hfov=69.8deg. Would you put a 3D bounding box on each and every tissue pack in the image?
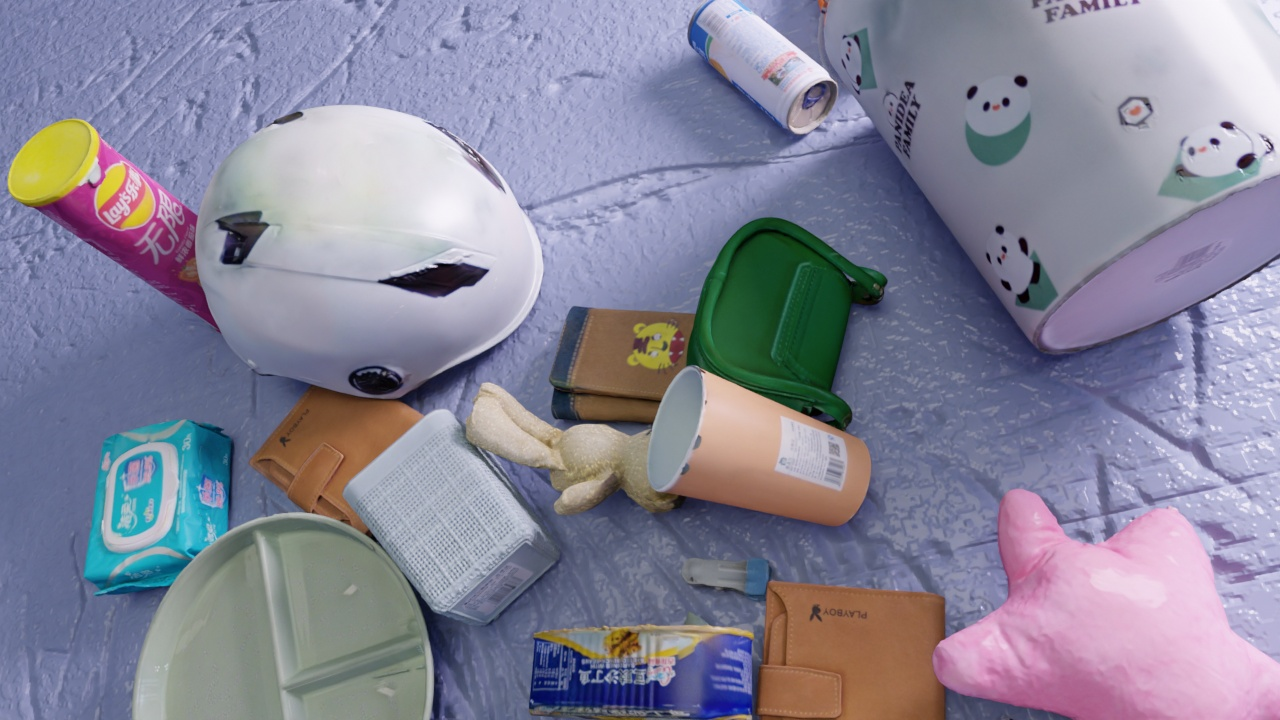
[{"bbox_3d":[-0.373,0.114,0.711,0.093,0.050,0.133,-16,62,8],"label":"tissue pack"}]

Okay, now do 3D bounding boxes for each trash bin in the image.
[{"bbox_3d":[0.266,-0.156,0.562,0.230,0.229,0.251,-23,67,5],"label":"trash bin"}]

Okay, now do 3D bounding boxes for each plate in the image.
[{"bbox_3d":[-0.238,0.219,0.616,0.230,0.027,0.230,-5,73,16],"label":"plate"}]

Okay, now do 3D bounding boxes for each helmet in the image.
[{"bbox_3d":[-0.210,-0.101,0.687,0.259,0.146,0.228,4,63,5],"label":"helmet"}]

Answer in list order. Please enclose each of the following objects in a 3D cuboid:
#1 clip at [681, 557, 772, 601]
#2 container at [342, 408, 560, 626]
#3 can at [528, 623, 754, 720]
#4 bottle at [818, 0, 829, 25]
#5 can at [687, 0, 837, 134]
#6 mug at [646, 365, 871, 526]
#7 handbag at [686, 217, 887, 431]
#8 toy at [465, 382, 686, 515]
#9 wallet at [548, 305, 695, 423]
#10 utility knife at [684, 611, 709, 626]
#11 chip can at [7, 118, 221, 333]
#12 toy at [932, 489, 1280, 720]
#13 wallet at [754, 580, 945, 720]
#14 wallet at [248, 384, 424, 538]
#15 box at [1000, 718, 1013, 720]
[{"bbox_3d":[0.055,0.139,0.590,0.058,0.038,0.026,3,68,16],"label":"clip"},{"bbox_3d":[-0.122,0.110,0.618,0.090,0.090,0.111,-42,63,-5],"label":"container"},{"bbox_3d":[-0.002,0.186,0.541,0.148,0.074,0.049,-13,62,33],"label":"can"},{"bbox_3d":[0.171,-0.298,0.745,0.067,0.067,0.149,-17,55,8],"label":"bottle"},{"bbox_3d":[0.097,-0.239,0.739,0.053,0.053,0.134,-37,60,-3],"label":"can"},{"bbox_3d":[0.075,0.058,0.564,0.122,0.078,0.078,18,66,-16],"label":"mug"},{"bbox_3d":[0.096,-0.023,0.617,0.120,0.068,0.131,18,65,3],"label":"handbag"},{"bbox_3d":[-0.041,0.057,0.609,0.157,0.105,0.066,20,109,3],"label":"toy"},{"bbox_3d":[-0.004,0.004,0.666,0.115,0.033,0.090,4,65,15],"label":"wallet"},{"bbox_3d":[0.023,0.234,0.557,0.029,0.013,0.157,7,70,22],"label":"utility knife"},{"bbox_3d":[-0.379,-0.096,0.723,0.071,0.210,0.071,-7,64,14],"label":"chip can"},{"bbox_3d":[0.270,0.150,0.489,0.194,0.075,0.178,32,62,16],"label":"toy"},{"bbox_3d":[0.122,0.198,0.535,0.108,0.031,0.131,2,64,16],"label":"wallet"},{"bbox_3d":[-0.226,0.075,0.700,0.131,0.035,0.118,27,69,27],"label":"wallet"},{"bbox_3d":[0.215,0.265,0.454,0.082,0.075,0.163,-39,62,9],"label":"box"}]
